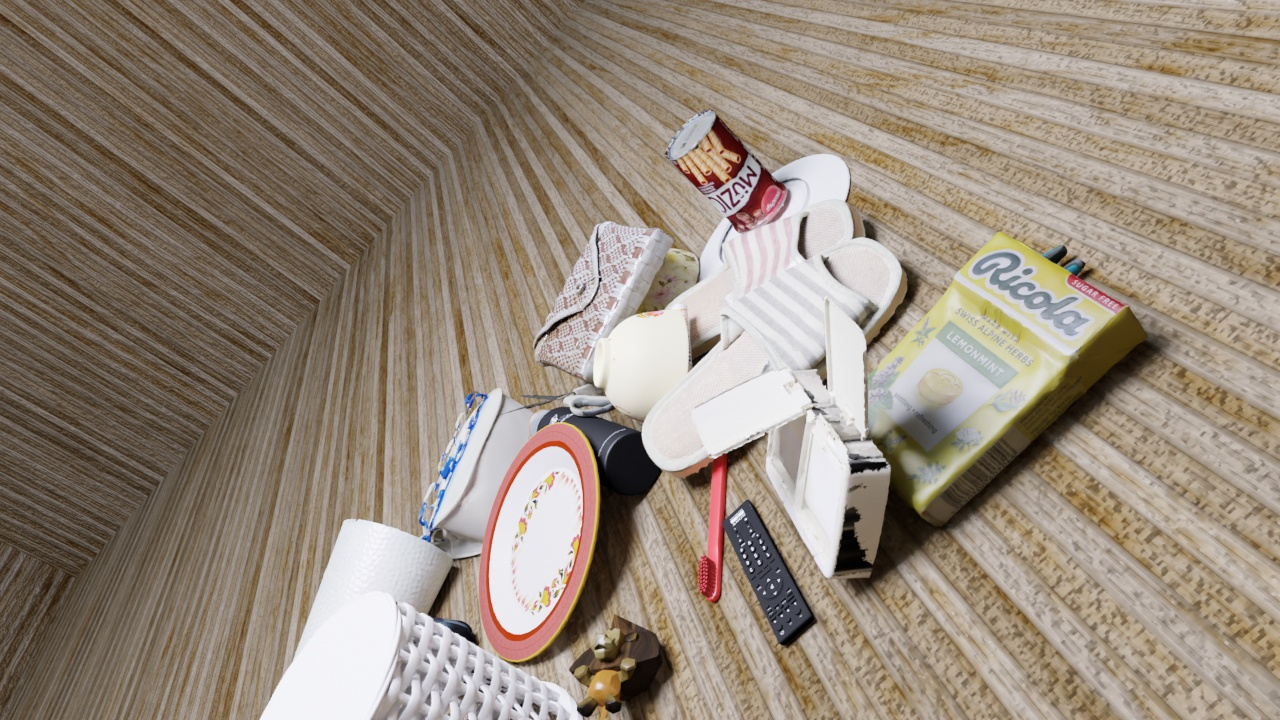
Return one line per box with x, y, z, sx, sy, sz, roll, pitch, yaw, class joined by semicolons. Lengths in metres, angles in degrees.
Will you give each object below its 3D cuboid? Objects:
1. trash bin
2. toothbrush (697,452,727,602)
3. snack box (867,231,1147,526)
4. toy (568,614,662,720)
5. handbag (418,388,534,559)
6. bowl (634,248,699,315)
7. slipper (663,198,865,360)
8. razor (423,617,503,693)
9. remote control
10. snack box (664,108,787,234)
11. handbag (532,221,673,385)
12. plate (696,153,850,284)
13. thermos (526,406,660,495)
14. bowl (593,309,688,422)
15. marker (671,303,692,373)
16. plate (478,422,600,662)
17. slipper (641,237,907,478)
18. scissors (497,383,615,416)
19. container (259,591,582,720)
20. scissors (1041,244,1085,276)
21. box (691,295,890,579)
-0.298;0.276;1.011;0.134;0.133;0.161;-16;47;49;trash bin
0.063;0.109;0.779;0.012;0.018;0.212;-32;32;32;toothbrush
0.219;0.011;0.611;0.181;0.045;0.121;-48;35;12;snack box
-0.022;0.238;0.689;0.076;0.062;0.099;-16;20;21;toy
-0.207;0.137;1.091;0.200;0.093;0.200;-35;30;43;handbag
-0.004;-0.084;1.074;0.145;0.063;0.145;-39;28;26;bowl
0.101;-0.075;0.904;0.264;0.052;0.114;-32;42;38;slipper
-0.168;0.286;0.881;0.063;0.053;0.141;-28;19;-35;razor
0.092;0.154;0.684;0.030;0.009;0.140;-45;27;11;remote control
0.091;-0.199;0.974;0.072;0.121;0.072;-36;30;25;snack box
-0.048;-0.069;1.010;0.124;0.047;0.185;20;82;53;handbag
0.135;-0.147;0.996;0.209;0.015;0.208;-37;29;25;plate
-0.062;0.085;0.953;0.061;0.061;0.232;-56;27;-12;thermos
-0.005;0.005;0.893;0.118;0.074;0.118;-176;91;-77;bowl
0.043;0.010;0.893;0.017;0.017;0.145;-29;51;37;marker
-0.096;0.174;0.889;0.231;0.021;0.229;-36;45;45;plate
0.105;-0.005;0.789;0.273;0.054;0.114;-41;43;12;slipper
-0.067;0.039;0.982;0.170;0.012;0.157;-21;15;-18;scissors
-0.171;0.303;0.702;0.190;0.186;0.189;-37;29;25;container
0.252;-0.023;0.655;0.139;0.019;0.135;4;64;52;scissors
0.095;0.039;0.620;0.143;0.099;0.184;-115;24;-63;box
